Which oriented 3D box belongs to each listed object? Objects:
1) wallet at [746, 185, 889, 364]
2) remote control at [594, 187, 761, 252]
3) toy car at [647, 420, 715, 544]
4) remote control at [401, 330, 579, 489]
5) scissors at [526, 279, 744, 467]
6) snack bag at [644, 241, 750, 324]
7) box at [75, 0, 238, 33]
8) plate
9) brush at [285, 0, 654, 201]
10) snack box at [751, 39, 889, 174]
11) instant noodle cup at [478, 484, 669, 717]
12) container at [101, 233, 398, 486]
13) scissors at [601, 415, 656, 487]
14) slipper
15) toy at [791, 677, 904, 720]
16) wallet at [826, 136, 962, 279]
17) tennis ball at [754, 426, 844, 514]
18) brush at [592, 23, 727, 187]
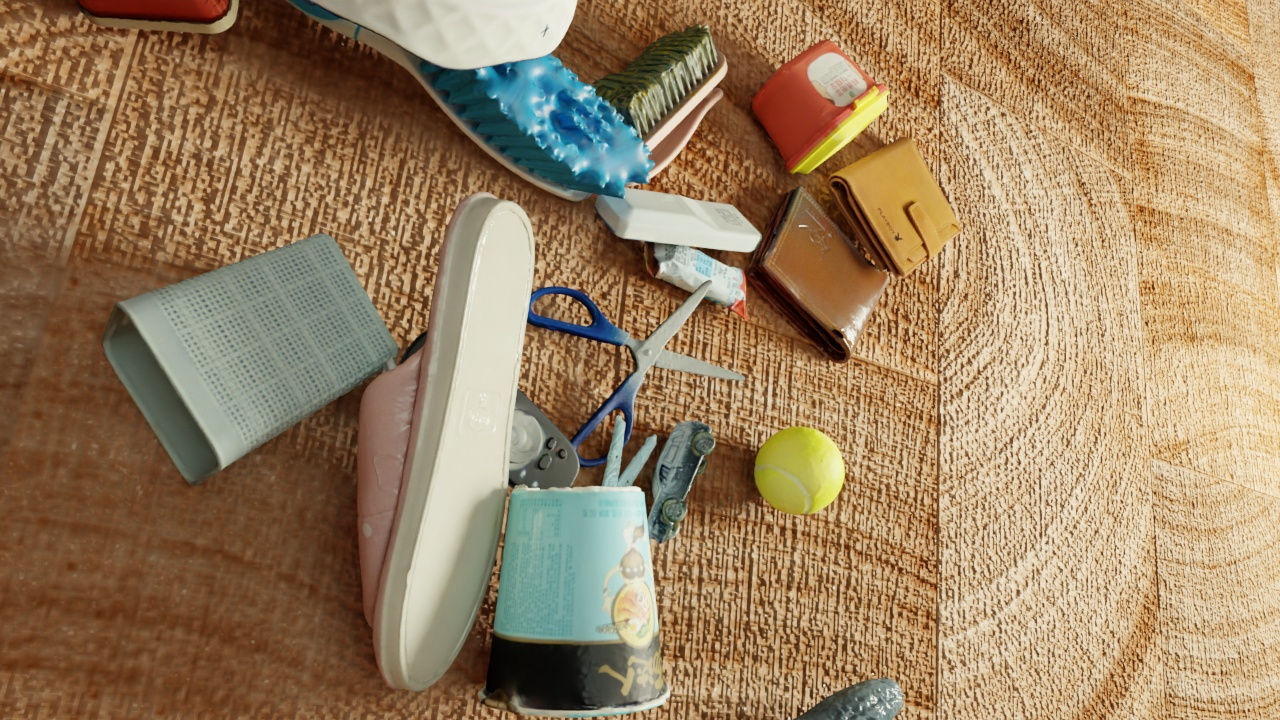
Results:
[{"bbox_3d":[0.149,-0.071,0.756,0.124,0.032,0.101,41,57,-20],"label":"wallet"},{"bbox_3d":[0.029,-0.105,0.678,0.124,0.024,0.049,2,37,-33],"label":"remote control"},{"bbox_3d":[0.025,0.083,0.633,0.034,0.043,0.090,23,61,3],"label":"toy car"},{"bbox_3d":[-0.095,0.036,0.577,0.136,0.024,0.053,46,60,-16],"label":"remote control"},{"bbox_3d":[-0.007,0.000,0.637,0.175,0.012,0.162,24,73,-17],"label":"scissors"},{"bbox_3d":[0.044,-0.064,0.688,0.104,0.026,0.048,19,50,-27],"label":"snack bag"},{"bbox_3d":[-0.262,-0.273,0.495,0.091,0.077,0.168,2,76,-4],"label":"box"},{"bbox_3d":[-0.120,-0.262,0.526,0.204,0.046,0.204,17,56,-27],"label":"plate"},{"bbox_3d":[-0.136,-0.194,0.575,0.314,0.110,0.060,34,70,-30],"label":"brush"},{"bbox_3d":[0.147,-0.213,0.761,0.091,0.082,0.080,-39,90,-34],"label":"snack box"},{"bbox_3d":[-0.037,0.132,0.531,0.111,0.111,0.120,5,81,-32],"label":"instant noodle cup"},{"bbox_3d":[-0.201,-0.005,0.482,0.111,0.090,0.090,-35,98,-37],"label":"container"},{"bbox_3d":[-0.032,0.098,0.602,0.093,0.017,0.137,12,79,-24],"label":"scissors"},{"bbox_3d":[-0.111,0.044,0.500,0.114,0.054,0.274,-6,107,-73],"label":"slipper"},{"bbox_3d":[0.056,0.315,0.569,0.355,0.092,0.138,-45,116,-30],"label":"toy"},{"bbox_3d":[0.227,-0.135,0.810,0.131,0.031,0.108,-32,91,-41],"label":"wallet"},{"bbox_3d":[0.117,0.081,0.677,0.065,0.066,0.065,8,74,-31],"label":"tennis ball"},{"bbox_3d":[0.017,-0.193,0.687,0.145,0.063,0.073,-50,135,-33],"label":"brush"}]
